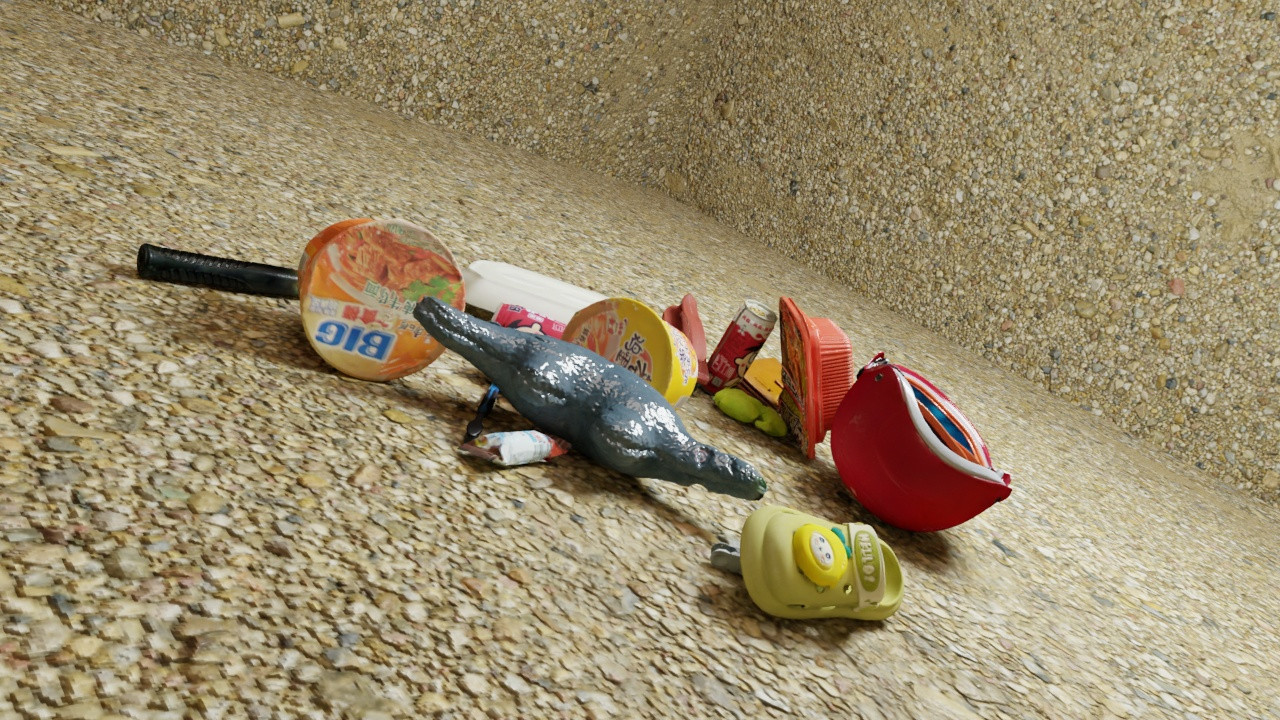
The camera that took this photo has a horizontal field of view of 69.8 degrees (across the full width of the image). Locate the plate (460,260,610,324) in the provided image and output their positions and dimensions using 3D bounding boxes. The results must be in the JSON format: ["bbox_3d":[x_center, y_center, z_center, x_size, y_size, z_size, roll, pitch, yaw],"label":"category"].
[{"bbox_3d":[-0.111,-0.073,1.144,0.266,0.034,0.161,19,17,3],"label":"plate"}]

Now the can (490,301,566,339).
[{"bbox_3d":[-0.125,-0.022,1.038,0.094,0.066,0.066,22,15,-3],"label":"can"}]

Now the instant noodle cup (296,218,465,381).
[{"bbox_3d":[-0.256,-0.068,0.877,0.151,0.151,0.111,13,10,-33],"label":"instant noodle cup"}]

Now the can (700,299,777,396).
[{"bbox_3d":[0.131,-0.015,1.237,0.053,0.133,0.053,23,26,-12],"label":"can"}]

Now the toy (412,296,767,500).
[{"bbox_3d":[-0.046,0.041,0.864,0.356,0.091,0.138,29,-4,2],"label":"toy"}]

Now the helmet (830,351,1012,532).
[{"bbox_3d":[0.307,0.105,1.063,0.207,0.144,0.239,46,18,7],"label":"helmet"}]

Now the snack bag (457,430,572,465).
[{"bbox_3d":[-0.108,0.076,0.806,0.048,0.026,0.104,16,7,36],"label":"snack bag"}]

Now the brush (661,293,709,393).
[{"bbox_3d":[0.060,-0.029,1.242,0.063,0.069,0.145,19,38,-18],"label":"brush"}]

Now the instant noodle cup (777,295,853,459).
[{"bbox_3d":[0.221,0.015,1.172,0.079,0.189,0.164,-7,18,0],"label":"instant noodle cup"}]

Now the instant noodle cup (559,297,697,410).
[{"bbox_3d":[-0.006,0.006,1.004,0.138,0.138,0.109,30,9,24],"label":"instant noodle cup"}]

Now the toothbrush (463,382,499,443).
[{"bbox_3d":[-0.149,0.045,0.884,0.014,0.016,0.189,15,13,-5],"label":"toothbrush"}]

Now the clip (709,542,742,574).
[{"bbox_3d":[0.085,0.169,0.770,0.058,0.027,0.043,20,23,-7],"label":"clip"}]

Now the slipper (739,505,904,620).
[{"bbox_3d":[0.165,0.163,0.752,0.190,0.082,0.091,18,54,-35],"label":"slipper"}]

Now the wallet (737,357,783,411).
[{"bbox_3d":[0.194,0.040,1.335,0.119,0.035,0.130,40,26,29],"label":"wallet"}]

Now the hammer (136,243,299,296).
[{"bbox_3d":[-0.363,-0.081,0.966,0.300,0.033,0.129,7,21,-45],"label":"hammer"}]

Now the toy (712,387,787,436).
[{"bbox_3d":[0.143,0.065,1.194,0.100,0.031,0.096,21,17,-9],"label":"toy"}]
